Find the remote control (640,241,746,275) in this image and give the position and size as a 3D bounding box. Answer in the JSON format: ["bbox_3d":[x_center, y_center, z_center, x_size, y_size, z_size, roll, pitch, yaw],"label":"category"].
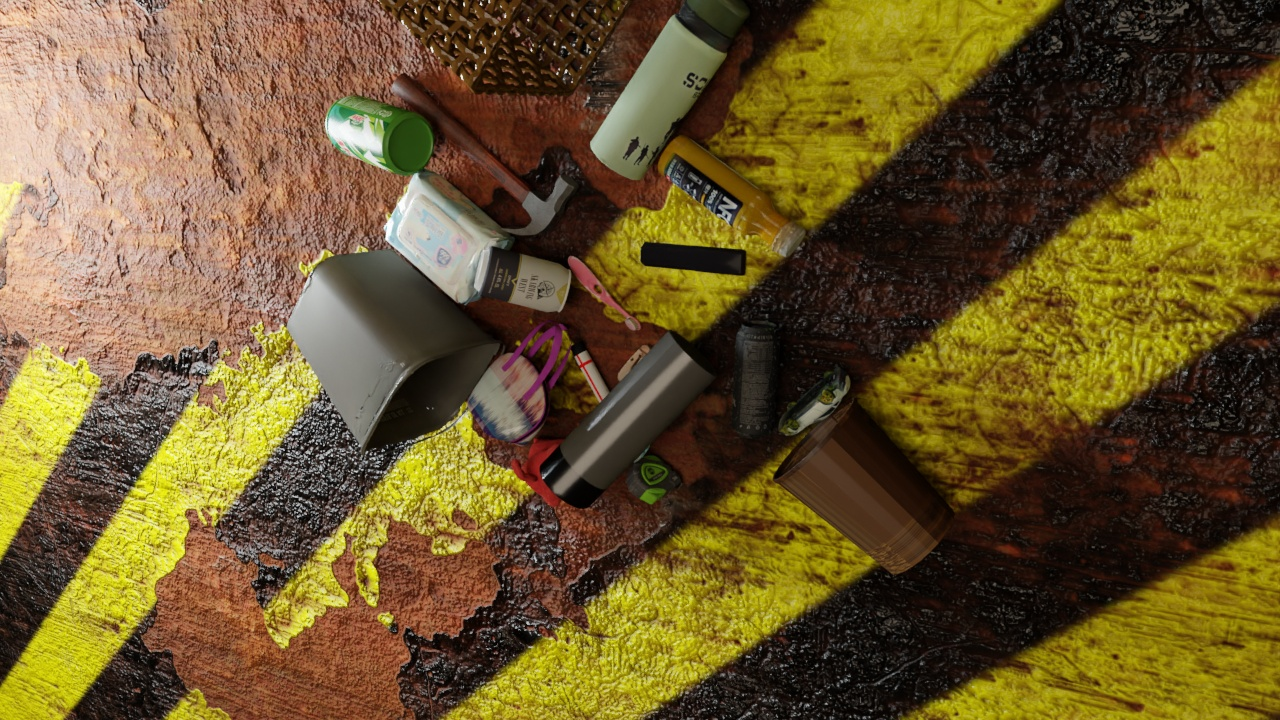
[{"bbox_3d":[0.062,-0.124,1.121,0.137,0.015,0.032,8,107,25],"label":"remote control"}]

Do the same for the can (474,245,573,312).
[{"bbox_3d":[-0.146,-0.102,1.182,0.127,0.064,0.064,14,115,-16],"label":"can"}]

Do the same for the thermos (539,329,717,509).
[{"bbox_3d":[-0.017,0.076,1.141,0.082,0.082,0.241,46,102,9],"label":"thermos"}]

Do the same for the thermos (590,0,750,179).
[{"bbox_3d":[0.033,-0.323,1.050,0.082,0.082,0.232,43,119,10],"label":"thermos"}]

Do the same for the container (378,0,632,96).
[{"bbox_3d":[-0.139,-0.464,1.012,0.214,0.219,0.252,44,119,10],"label":"container"}]

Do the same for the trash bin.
[{"bbox_3d":[-0.348,-0.022,1.268,0.220,0.196,0.198,46,121,16],"label":"trash bin"}]

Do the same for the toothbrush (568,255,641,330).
[{"bbox_3d":[-0.048,-0.087,1.188,0.135,0.016,0.022,45,119,9],"label":"toothbrush"}]

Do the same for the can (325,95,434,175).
[{"bbox_3d":[-0.351,-0.304,1.230,0.144,0.082,0.083,25,115,35],"label":"can"}]

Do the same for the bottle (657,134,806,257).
[{"bbox_3d":[0.106,-0.187,1.059,0.186,0.053,0.053,39,118,12],"label":"bottle"}]

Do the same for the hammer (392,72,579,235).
[{"bbox_3d":[-0.219,-0.279,1.216,0.300,0.028,0.111,42,117,11],"label":"hammer"}]

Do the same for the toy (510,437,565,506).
[{"bbox_3d":[-0.137,0.146,1.240,0.094,0.132,0.088,11,99,34],"label":"toy"}]

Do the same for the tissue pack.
[{"bbox_3d":[-0.265,-0.170,1.245,0.182,0.069,0.112,40,116,13],"label":"tissue pack"}]

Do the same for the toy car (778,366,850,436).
[{"bbox_3d":[0.206,0.052,1.079,0.033,0.047,0.106,40,119,-10],"label":"toy car"}]

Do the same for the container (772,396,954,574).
[{"bbox_3d":[0.256,0.147,1.040,0.167,0.131,0.132,44,119,4],"label":"container"}]

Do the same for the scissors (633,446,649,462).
[{"bbox_3d":[-0.021,0.127,1.220,0.015,0.066,0.135,32,135,-13],"label":"scissors"}]

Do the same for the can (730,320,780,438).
[{"bbox_3d":[0.138,0.024,1.101,0.054,0.053,0.138,9,108,25],"label":"can"}]

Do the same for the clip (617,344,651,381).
[{"bbox_3d":[-0.008,0.007,1.181,0.024,0.039,0.060,34,122,14],"label":"clip"}]

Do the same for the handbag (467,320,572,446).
[{"bbox_3d":[-0.152,0.022,1.231,0.170,0.068,0.144,-54,48,14],"label":"handbag"}]

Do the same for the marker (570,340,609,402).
[{"bbox_3d":[-0.052,0.042,1.224,0.019,0.019,0.145,-29,90,30],"label":"marker"}]

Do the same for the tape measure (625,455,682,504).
[{"bbox_3d":[0.012,0.157,1.199,0.058,0.065,0.036,50,134,17],"label":"tape measure"}]
